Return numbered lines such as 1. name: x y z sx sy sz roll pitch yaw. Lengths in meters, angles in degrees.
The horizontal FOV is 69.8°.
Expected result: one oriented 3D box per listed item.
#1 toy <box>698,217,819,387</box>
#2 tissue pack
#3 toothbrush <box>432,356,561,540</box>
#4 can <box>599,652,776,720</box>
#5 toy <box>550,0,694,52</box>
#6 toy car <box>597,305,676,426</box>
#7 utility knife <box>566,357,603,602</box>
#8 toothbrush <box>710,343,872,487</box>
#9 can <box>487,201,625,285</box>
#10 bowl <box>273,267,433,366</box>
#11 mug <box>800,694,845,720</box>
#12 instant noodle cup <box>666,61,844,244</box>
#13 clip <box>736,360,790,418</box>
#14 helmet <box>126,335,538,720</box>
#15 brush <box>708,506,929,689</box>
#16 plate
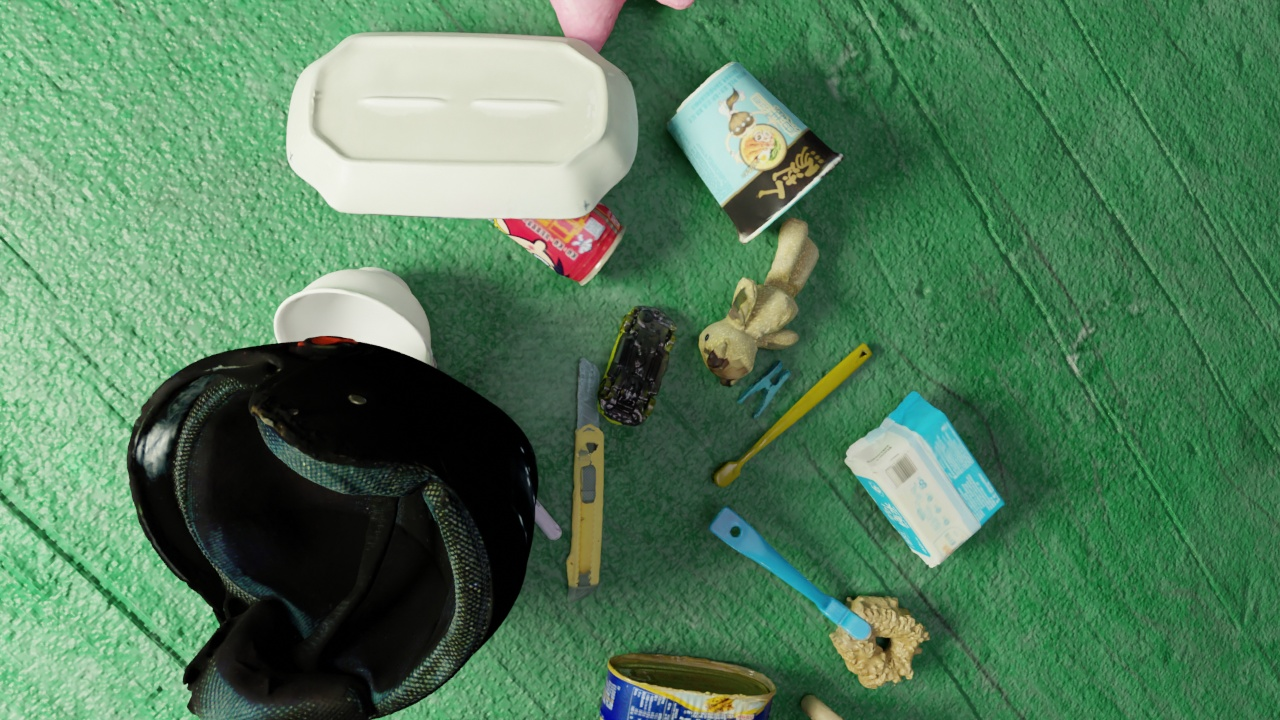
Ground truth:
1. toy: 0.104 -0.052 0.792 0.157 0.066 0.105 -57 146 -11
2. tissue pack: 0.256 0.109 0.831 0.090 0.063 0.140 -39 100 -9
3. toothbrush: -0.123 0.074 0.751 0.021 0.029 0.189 -30 104 28
4. can: 0.040 0.286 0.773 0.148 0.075 0.049 11 92 -15
5. toy: -0.050 -0.330 0.731 0.194 0.074 0.178 2 95 -12
6. toy car: -0.005 0.005 0.774 0.048 0.032 0.105 23 74 -15
7. utility knife: -0.047 0.101 0.777 0.031 0.021 0.207 1 87 -21
8. toothbrush: 0.136 0.048 0.822 0.190 0.017 0.015 -40 100 -12
9. can: -0.066 -0.111 0.735 0.094 0.066 0.066 36 82 -13
10. bowl: -0.206 -0.032 0.693 0.118 0.119 0.064 23 47 -15
11. mug: 0.133 0.352 0.784 0.084 0.103 0.124 42 81 -13
12. instant noodle cup: 0.087 -0.176 0.760 0.111 0.111 0.120 -43 94 -10
13. clip: 0.111 0.024 0.815 0.040 0.014 0.056 43 80 -13
14. helmet: -0.201 0.101 0.625 0.275 0.229 0.234 26 108 16
15. brush: 0.159 0.208 0.812 0.254 0.046 0.083 39 85 -19
16. plate: -0.133 -0.186 0.687 0.265 0.034 0.161 2 72 -3
